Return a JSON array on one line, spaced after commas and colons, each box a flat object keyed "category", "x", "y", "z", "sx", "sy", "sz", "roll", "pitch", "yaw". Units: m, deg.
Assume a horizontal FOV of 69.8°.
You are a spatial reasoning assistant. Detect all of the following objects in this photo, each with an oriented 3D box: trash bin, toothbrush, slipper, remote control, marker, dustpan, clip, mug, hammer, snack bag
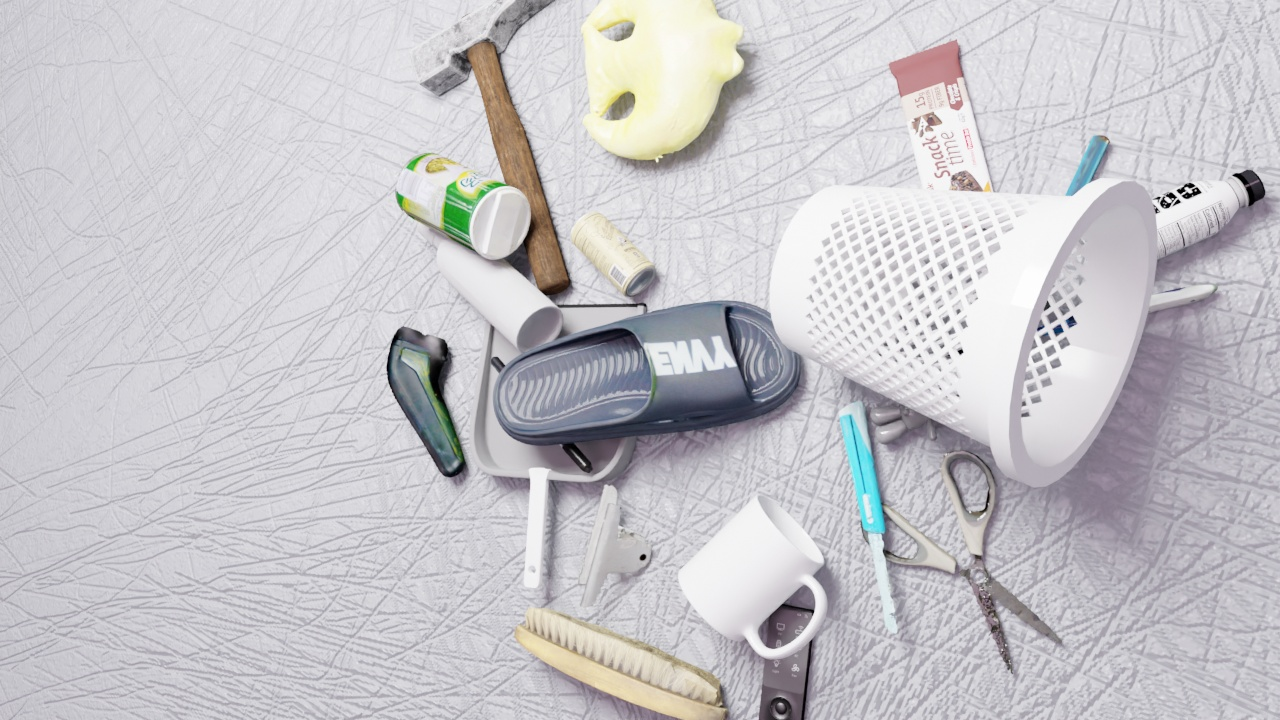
[{"category": "trash bin", "x": 0.209, "y": -0.040, "z": 0.635, "sx": 0.200, "sy": 0.195, "sz": 0.195, "roll": 22, "pitch": 92, "yaw": 43}, {"category": "toothbrush", "x": 0.321, "y": -0.032, "z": 0.682, "sx": 0.189, "sy": 0.016, "sz": 0.017, "roll": -14, "pitch": 68, "yaw": 21}, {"category": "slipper", "x": -0.005, "y": 0.004, "z": 0.763, "sx": 0.268, "sy": 0.083, "sz": 0.110, "roll": -11, "pitch": 71, "yaw": 10}, {"category": "remote control", "x": 0.114, "y": 0.272, "z": 0.733, "sx": 0.034, "sy": 0.013, "sz": 0.150, "roll": 5, "pitch": 85, "yaw": 24}, {"category": "marker", "x": -0.090, "y": 0.047, "z": 0.822, "sx": 0.011, "sy": 0.011, "sz": 0.152, "roll": -50, "pitch": 62, "yaw": 10}, {"category": "dustpan", "x": -0.083, "y": 0.073, "z": 0.832, "sx": 0.163, "sy": 0.033, "sz": 0.257, "roll": 1, "pitch": 84, "yaw": 23}, {"category": "clip", "x": -0.025, "y": 0.161, "z": 0.792, "sx": 0.058, "sy": 0.051, "sz": 0.102, "roll": 29, "pitch": 112, "yaw": 35}, {"category": "mug", "x": 0.096, "y": 0.175, "z": 0.714, "sx": 0.090, "sy": 0.073, "sz": 0.110, "roll": -47, "pitch": 53, "yaw": 11}, {"category": "hammer", "x": -0.090, "y": -0.217, "z": 0.871, "sx": 0.218, "sy": 0.037, "sz": 0.300, "roll": -23, "pitch": 76, "yaw": 19}, {"category": "snack bag", "x": 0.243, "y": -0.177, "z": 0.735, "sx": 0.057, "sy": 0.013, "sz": 0.157, "roll": -14, "pitch": 78, "yaw": 23}]

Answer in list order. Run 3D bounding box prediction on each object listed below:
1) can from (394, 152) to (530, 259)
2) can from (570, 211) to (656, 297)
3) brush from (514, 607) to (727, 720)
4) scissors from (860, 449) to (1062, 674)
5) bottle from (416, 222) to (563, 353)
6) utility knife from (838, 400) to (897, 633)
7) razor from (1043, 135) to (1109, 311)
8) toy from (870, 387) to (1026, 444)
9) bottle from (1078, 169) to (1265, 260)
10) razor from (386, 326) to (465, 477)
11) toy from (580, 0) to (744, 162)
[{"category": "can", "x": -0.163, "y": -0.143, "z": 0.841, "sx": 0.121, "sy": 0.067, "sz": 0.067, "roll": 29, "pitch": 95, "yaw": 34}, {"category": "can", "x": -0.025, "y": -0.096, "z": 0.826, "sx": 0.038, "sy": 0.038, "sz": 0.079, "roll": -48, "pitch": 68, "yaw": 11}, {"category": "brush", "x": -0.017, "y": 0.254, "z": 0.768, "sx": 0.195, "sy": 0.059, "sz": 0.043, "roll": 16, "pitch": 81, "yaw": 22}, {"category": "scissors", "x": 0.243, "y": 0.144, "z": 0.693, "sx": 0.158, "sy": 0.012, "sz": 0.166, "roll": 12, "pitch": 88, "yaw": 26}, {"category": "bottle", "x": -0.151, "y": -0.081, "z": 0.866, "sx": 0.195, "sy": 0.052, "sz": 0.052, "roll": 41, "pitch": 100, "yaw": 32}, {"category": "utility knife", "x": 0.182, "y": 0.119, "z": 0.711, "sx": 0.022, "sy": 0.015, "sz": 0.178, "roll": -20, "pitch": 68, "yaw": 32}, {"category": "razor", "x": 0.316, "y": -0.103, "z": 0.691, "sx": 0.042, "sy": 0.022, "sz": 0.144, "roll": 26, "pitch": 89, "yaw": 31}, {"category": "toy", "x": 0.232, "y": 0.034, "z": 0.704, "sx": 0.112, "sy": 0.030, "sz": 0.049, "roll": -23, "pitch": 59, "yaw": 24}, {"category": "bottle", "x": 0.377, "y": -0.098, "z": 0.652, "sx": 0.116, "sy": 0.041, "sz": 0.041, "roll": -26, "pitch": 74, "yaw": 18}, {"category": "razor", "x": -0.199, "y": 0.038, "z": 0.882, "sx": 0.067, "sy": 0.054, "sz": 0.151, "roll": -26, "pitch": 79, "yaw": 1}, {"category": "toy", "x": 0.019, "y": -0.261, "z": 0.814, "sx": 0.155, "sy": 0.064, "sz": 0.170, "roll": -2, "pitch": 86, "yaw": 22}]
